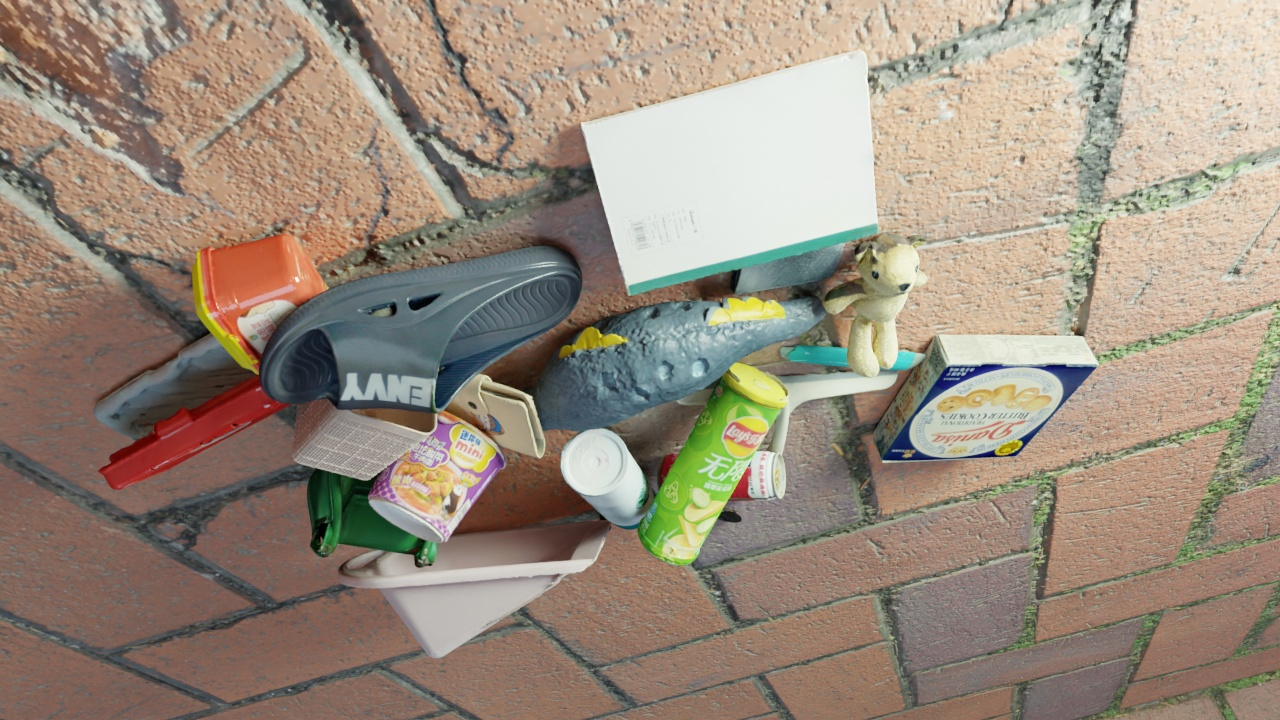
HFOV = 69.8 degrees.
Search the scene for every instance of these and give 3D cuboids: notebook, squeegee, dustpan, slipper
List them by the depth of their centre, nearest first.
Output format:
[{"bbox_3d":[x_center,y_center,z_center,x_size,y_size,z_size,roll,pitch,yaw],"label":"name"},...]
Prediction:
[{"bbox_3d":[0.074,-0.137,0.699,0.209,0.012,0.150,-14,125,3],"label":"notebook"},{"bbox_3d":[-0.158,-0.016,0.721,0.267,0.083,0.111,-19,147,-21],"label":"slipper"},{"bbox_3d":[-0.179,0.208,1.002,0.273,0.139,0.222,-34,179,0],"label":"dustpan"},{"bbox_3d":[0.145,0.106,1.041,0.246,0.039,0.247,-4,142,-10],"label":"squeegee"}]

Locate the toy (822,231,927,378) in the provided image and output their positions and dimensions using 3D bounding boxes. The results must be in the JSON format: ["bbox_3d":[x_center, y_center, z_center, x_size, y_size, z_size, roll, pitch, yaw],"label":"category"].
[{"bbox_3d":[0.220,-0.048,0.841,0.105,0.066,0.157,-13,136,-7],"label":"toy"}]

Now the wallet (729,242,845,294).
[{"bbox_3d":[0.131,-0.101,0.782,0.097,0.019,0.121,-9,149,-10],"label":"wallet"}]

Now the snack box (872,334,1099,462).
[{"bbox_3d":[0.376,0.045,1.018,0.177,0.045,0.183,0,140,-13],"label":"snack box"}]

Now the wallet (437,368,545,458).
[{"bbox_3d":[-0.147,0.045,0.855,0.115,0.024,0.087,17,137,23],"label":"wallet"}]

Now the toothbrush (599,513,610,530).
[{"bbox_3d":[-0.052,0.149,1.070,0.014,0.016,0.190,-4,140,5],"label":"toothbrush"}]

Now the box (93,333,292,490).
[{"bbox_3d":[-0.388,0.030,0.803,0.202,0.091,0.094,-26,-176,17],"label":"box"}]

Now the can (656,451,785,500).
[{"bbox_3d":[0.089,0.127,1.006,0.133,0.053,0.053,-4,146,23],"label":"can"}]

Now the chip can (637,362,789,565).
[{"bbox_3d":[0.070,0.110,0.940,0.072,0.072,0.222,14,114,-29],"label":"chip can"}]

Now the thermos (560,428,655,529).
[{"bbox_3d":[-0.023,0.134,0.973,0.073,0.073,0.224,-15,158,4],"label":"thermos"}]

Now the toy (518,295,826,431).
[{"bbox_3d":[-0.005,0.005,0.845,0.357,0.091,0.137,-20,169,13],"label":"toy"}]

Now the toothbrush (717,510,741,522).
[{"bbox_3d":[0.051,0.180,1.134,0.188,0.014,0.017,18,158,-31],"label":"toothbrush"}]

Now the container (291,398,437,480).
[{"bbox_3d":[-0.250,0.045,0.823,0.089,0.090,0.111,22,134,-36],"label":"container"}]

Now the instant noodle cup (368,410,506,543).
[{"bbox_3d":[-0.200,0.112,0.877,0.111,0.099,0.112,23,153,12],"label":"instant noodle cup"}]

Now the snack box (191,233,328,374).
[{"bbox_3d":[-0.286,-0.045,0.706,0.080,0.082,0.091,-20,145,-5],"label":"snack box"}]

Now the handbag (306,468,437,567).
[{"bbox_3d":[-0.261,0.145,0.921,0.131,0.120,0.068,17,140,-34],"label":"handbag"}]

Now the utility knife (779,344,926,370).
[{"bbox_3d":[0.217,-0.004,0.942,0.161,0.013,0.029,4,137,-15],"label":"utility knife"}]
